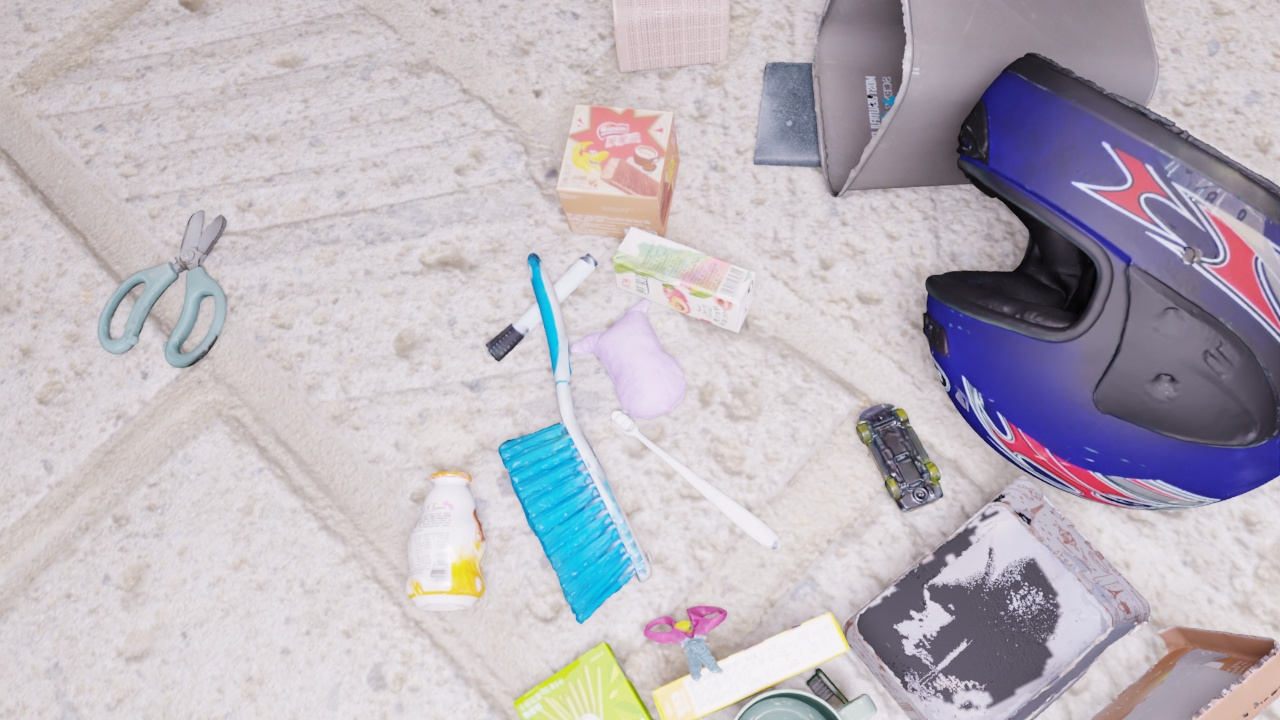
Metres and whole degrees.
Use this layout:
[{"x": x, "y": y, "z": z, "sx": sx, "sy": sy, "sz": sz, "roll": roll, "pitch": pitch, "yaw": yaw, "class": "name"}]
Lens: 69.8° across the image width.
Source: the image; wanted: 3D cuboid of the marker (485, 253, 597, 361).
[{"x": -0.090, "y": -0.050, "z": 0.839, "sx": 0.022, "sy": 0.018, "sz": 0.130, "roll": 46, "pitch": 79, "yaw": -9, "class": "marker"}]

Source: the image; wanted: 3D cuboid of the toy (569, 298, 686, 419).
[{"x": -0.005, "y": 0.005, "z": 0.796, "sx": 0.084, "sy": 0.039, "sz": 0.108, "roll": -31, "pitch": 65, "yaw": -3, "class": "toy"}]

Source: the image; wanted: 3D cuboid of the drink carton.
[{"x": 0.039, "y": -0.073, "z": 0.814, "sx": 0.122, "sy": 0.053, "sz": 0.045, "roll": 22, "pitch": 69, "yaw": 15, "class": "drink carton"}]

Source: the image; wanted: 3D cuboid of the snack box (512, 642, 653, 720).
[{"x": -0.021, "y": 0.302, "z": 0.688, "sx": 0.085, "sy": 0.026, "sz": 0.156, "roll": -32, "pitch": 69, "yaw": -5, "class": "snack box"}]

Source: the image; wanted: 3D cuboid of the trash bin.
[{"x": 0.280, "y": -0.252, "z": 0.778, "sx": 0.219, "sy": 0.199, "sz": 0.198, "roll": 2, "pitch": 70, "yaw": -8, "class": "trash bin"}]

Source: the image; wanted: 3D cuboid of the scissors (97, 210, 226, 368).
[{"x": -0.437, "y": -0.068, "z": 0.891, "sx": 0.161, "sy": 0.019, "sz": 0.178, "roll": 27, "pitch": 73, "yaw": 17, "class": "scissors"}]

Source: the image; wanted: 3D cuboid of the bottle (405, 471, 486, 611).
[{"x": -0.157, "y": 0.146, "z": 0.746, "sx": 0.063, "sy": 0.063, "sz": 0.108, "roll": -4, "pitch": 68, "yaw": 5, "class": "bottle"}]

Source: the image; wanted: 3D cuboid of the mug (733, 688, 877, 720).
[{"x": 0.113, "y": 0.267, "z": 0.641, "sx": 0.111, "sy": 0.106, "sz": 0.082, "roll": -30, "pitch": 67, "yaw": -5, "class": "mug"}]

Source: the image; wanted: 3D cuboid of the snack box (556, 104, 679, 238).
[{"x": -0.019, "y": -0.172, "z": 0.846, "sx": 0.093, "sy": 0.077, "sz": 0.094, "roll": 7, "pitch": 69, "yaw": 10, "class": "snack box"}]

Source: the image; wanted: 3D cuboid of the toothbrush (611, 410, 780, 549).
[{"x": 0.044, "y": 0.098, "z": 0.765, "sx": 0.180, "sy": 0.016, "sz": 0.016, "roll": 38, "pitch": 79, "yaw": 19, "class": "toothbrush"}]

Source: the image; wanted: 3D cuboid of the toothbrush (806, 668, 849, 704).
[{"x": 0.189, "y": 0.304, "z": 0.669, "sx": 0.017, "sy": 0.012, "sz": 0.186, "roll": -41, "pitch": 69, "yaw": -3, "class": "toothbrush"}]

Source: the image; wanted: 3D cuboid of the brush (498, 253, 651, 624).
[{"x": -0.073, "y": 0.054, "z": 0.773, "sx": 0.109, "sy": 0.061, "sz": 0.314, "roll": -25, "pitch": 71, "yaw": -10, "class": "brush"}]

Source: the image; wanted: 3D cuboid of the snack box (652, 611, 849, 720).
[{"x": 0.080, "y": 0.229, "z": 0.671, "sx": 0.140, "sy": 0.087, "sz": 0.033, "roll": -25, "pitch": 69, "yaw": -3, "class": "snack box"}]

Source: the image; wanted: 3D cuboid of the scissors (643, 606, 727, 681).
[{"x": 0.047, "y": 0.204, "z": 0.668, "sx": 0.072, "sy": 0.137, "sz": 0.017, "roll": -14, "pitch": 93, "yaw": -12, "class": "scissors"}]

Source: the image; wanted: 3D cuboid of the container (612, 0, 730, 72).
[{"x": 0.031, "y": -0.346, "z": 0.904, "sx": 0.111, "sy": 0.090, "sz": 0.090, "roll": -2, "pitch": 68, "yaw": 4, "class": "container"}]

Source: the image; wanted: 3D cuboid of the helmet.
[{"x": 0.325, "y": -0.033, "z": 0.652, "sx": 0.315, "sy": 0.246, "sz": 0.241, "roll": 34, "pitch": 108, "yaw": 1, "class": "helmet"}]

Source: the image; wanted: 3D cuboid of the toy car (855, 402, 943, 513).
[{"x": 0.207, "y": 0.078, "z": 0.743, "sx": 0.042, "sy": 0.035, "sz": 0.090, "roll": -21, "pitch": 67, "yaw": -3, "class": "toy car"}]

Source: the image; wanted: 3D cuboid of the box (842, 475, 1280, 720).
[{"x": 0.256, "y": 0.184, "z": 0.616, "sx": 0.180, "sy": 0.217, "sz": 0.157, "roll": -36, "pitch": 81, "yaw": -6, "class": "box"}]

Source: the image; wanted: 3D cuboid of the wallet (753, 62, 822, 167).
[{"x": 0.163, "y": -0.238, "z": 0.883, "sx": 0.097, "sy": 0.019, "sz": 0.120, "roll": 6, "pitch": 68, "yaw": 10, "class": "wallet"}]
